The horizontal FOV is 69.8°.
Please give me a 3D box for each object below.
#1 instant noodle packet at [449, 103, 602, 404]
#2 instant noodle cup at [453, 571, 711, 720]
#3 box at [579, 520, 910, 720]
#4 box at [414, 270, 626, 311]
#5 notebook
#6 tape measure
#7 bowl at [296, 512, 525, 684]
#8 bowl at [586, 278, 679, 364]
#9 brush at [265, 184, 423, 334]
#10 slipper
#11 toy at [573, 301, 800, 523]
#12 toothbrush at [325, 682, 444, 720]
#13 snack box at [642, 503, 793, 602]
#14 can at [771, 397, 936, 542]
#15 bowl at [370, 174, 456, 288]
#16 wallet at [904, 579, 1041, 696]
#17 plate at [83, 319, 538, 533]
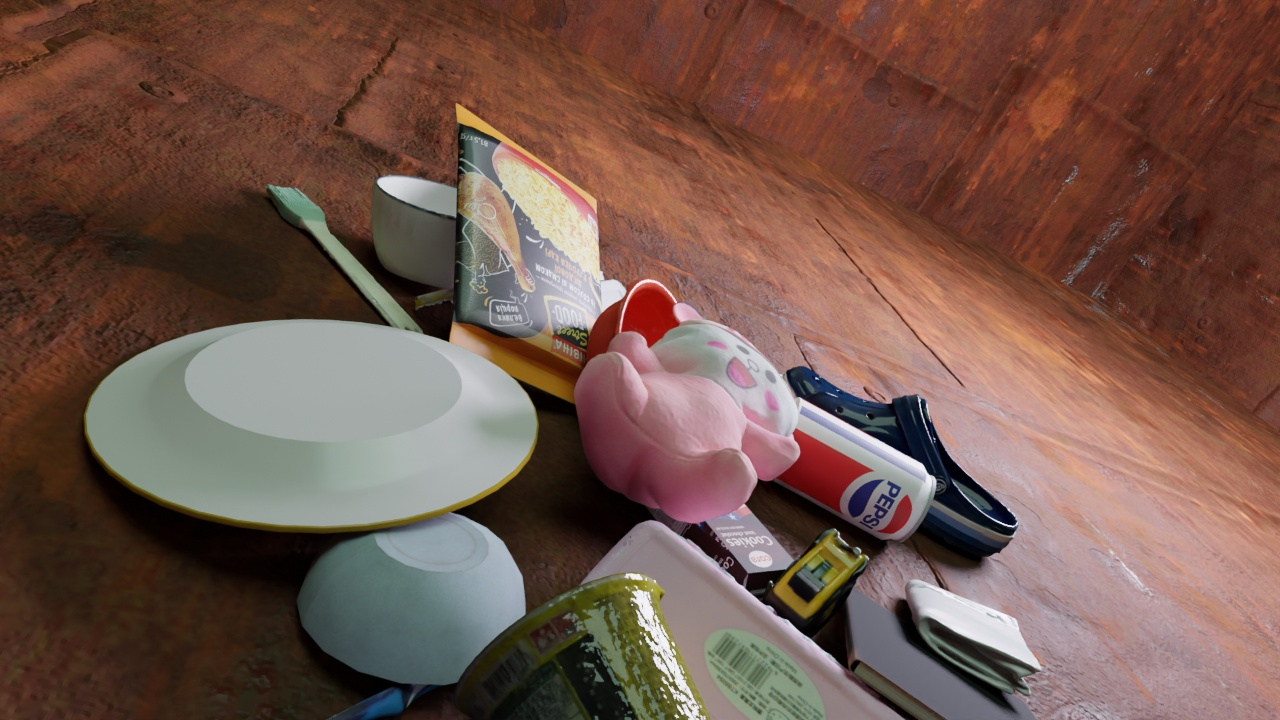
[{"bbox_3d":[-0.082,-0.076,0.711,0.159,0.032,0.220,28,47,-44],"label":"instant noodle packet"},{"bbox_3d":[-0.008,0.158,0.376,0.102,0.102,0.108,2,43,-47],"label":"instant noodle cup"},{"bbox_3d":[0.060,0.175,0.487,0.201,0.103,0.100,36,63,18],"label":"box"},{"bbox_3d":[-0.091,-0.034,0.781,0.209,0.080,0.084,-16,89,-59],"label":"box"},{"bbox_3d":[0.180,0.191,0.533,0.141,0.008,0.209,33,3,11],"label":"notebook"},{"bbox_3d":[0.100,0.144,0.563,0.062,0.067,0.038,-32,60,-31],"label":"tape measure"},{"bbox_3d":[-0.101,0.100,0.428,0.106,0.039,0.106,15,17,-5],"label":"bowl"},{"bbox_3d":[-0.004,0.004,0.706,0.045,0.130,0.130,-8,6,28],"label":"bowl"},{"bbox_3d":[-0.235,-0.080,0.727,0.217,0.012,0.033,43,26,28],"label":"brush"},{"bbox_3d":[0.234,0.074,0.822,0.253,0.095,0.105,35,23,0],"label":"slipper"},{"bbox_3d":[0.039,0.031,0.617,0.142,0.084,0.212,40,27,6],"label":"toy"},{"bbox_3d":[-0.100,0.146,0.390,0.017,0.016,0.188,49,29,21],"label":"toothbrush"},{"bbox_3d":[0.040,0.103,0.621,0.051,0.032,0.141,6,31,-42],"label":"snack box"},{"bbox_3d":[0.164,0.089,0.745,0.132,0.070,0.070,29,22,1],"label":"can"},{"bbox_3d":[-0.171,-0.105,0.765,0.116,0.066,0.116,17,19,-6],"label":"bowl"},{"bbox_3d":[0.221,0.188,0.628,0.086,0.032,0.116,26,7,15],"label":"wallet"},{"bbox_3d":[-0.169,0.017,0.498,0.230,0.021,0.229,9,24,-4],"label":"plate"}]
